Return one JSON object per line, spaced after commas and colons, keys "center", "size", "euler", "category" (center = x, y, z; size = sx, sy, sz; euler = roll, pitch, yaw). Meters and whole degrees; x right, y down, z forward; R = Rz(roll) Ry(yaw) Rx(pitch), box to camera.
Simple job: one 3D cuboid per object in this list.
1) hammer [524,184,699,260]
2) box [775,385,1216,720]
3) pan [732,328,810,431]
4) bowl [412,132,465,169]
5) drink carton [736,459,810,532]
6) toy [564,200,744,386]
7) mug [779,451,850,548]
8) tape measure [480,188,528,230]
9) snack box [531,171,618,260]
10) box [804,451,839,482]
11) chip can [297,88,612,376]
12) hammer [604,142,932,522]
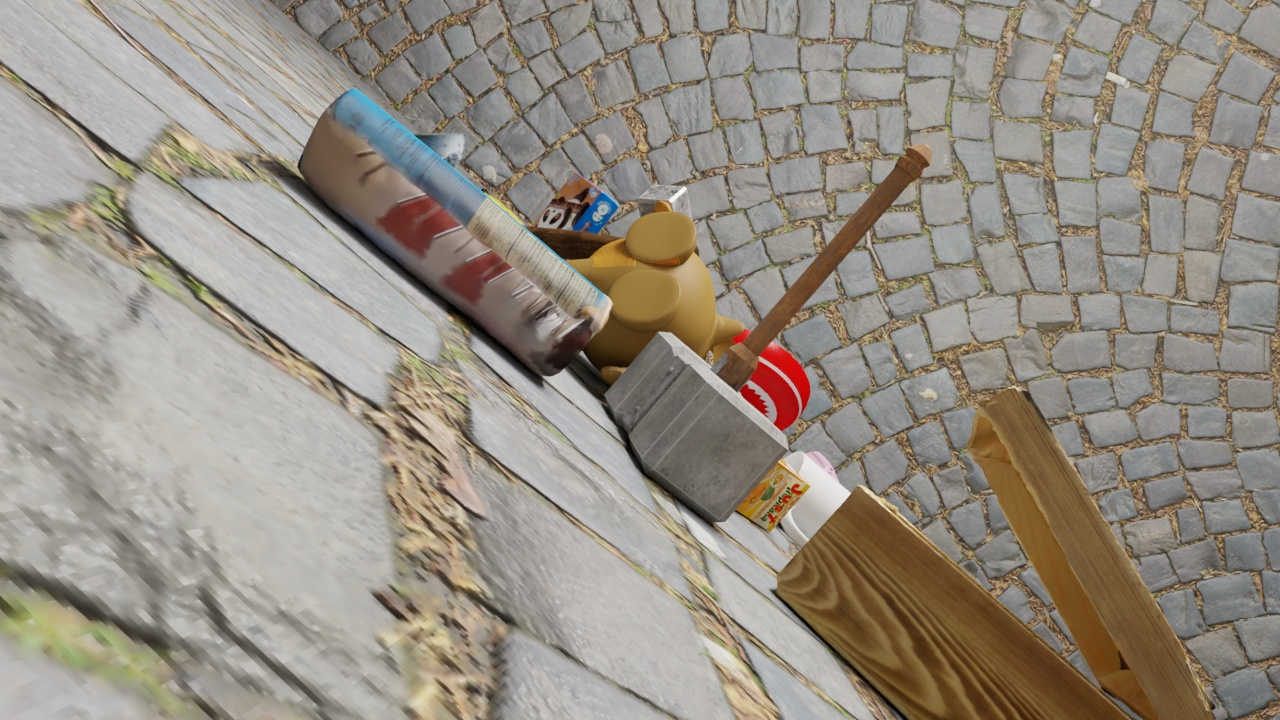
{"center": [-0.065, -0.095, 1.023], "size": [0.301, 0.036, 0.218], "euler": [10, -51, 31], "category": "hammer"}
{"center": [0.281, 0.181, 0.678], "size": [0.257, 0.215, 0.279], "euler": [44, 3, 22], "category": "box"}
{"center": [0.053, 0.003, 1.242], "size": [0.356, 0.067, 0.209], "euler": [20, -32, 8], "category": "pan"}
{"center": [-0.254, -0.227, 1.044], "size": [0.114, 0.061, 0.114], "euler": [-3, 12, 0], "category": "bowl"}
{"center": [0.098, 0.105, 0.829], "size": [0.122, 0.058, 0.041], "euler": [37, 5, -44], "category": "drink carton"}
{"center": [0.019, -0.027, 0.886], "size": [0.163, 0.198, 0.203], "euler": [4, -33, 17], "category": "toy"}
{"center": [0.178, 0.162, 0.964], "size": [0.090, 0.074, 0.110], "euler": [40, 30, -9], "category": "mug"}
{"center": [-0.159, -0.130, 0.896], "size": [0.072, 0.071, 0.042], "euler": [47, 7, -9], "category": "tape measure"}
{"center": [-0.100, -0.151, 1.114], "size": [0.034, 0.151, 0.087], "euler": [36, 6, -37], "category": "snack box"}
{"center": [0.213, 0.180, 1.180], "size": [0.202, 0.088, 0.095], "euler": [-3, 78, -84], "category": "box"}
{"center": [-0.128, -0.083, 0.637], "size": [0.229, 0.080, 0.080], "euler": [39, 4, -13], "category": "chip can"}
{"center": [0.114, -0.042, 0.707], "size": [0.083, 0.318, 0.162], "euler": [39, 4, -19], "category": "hammer"}
